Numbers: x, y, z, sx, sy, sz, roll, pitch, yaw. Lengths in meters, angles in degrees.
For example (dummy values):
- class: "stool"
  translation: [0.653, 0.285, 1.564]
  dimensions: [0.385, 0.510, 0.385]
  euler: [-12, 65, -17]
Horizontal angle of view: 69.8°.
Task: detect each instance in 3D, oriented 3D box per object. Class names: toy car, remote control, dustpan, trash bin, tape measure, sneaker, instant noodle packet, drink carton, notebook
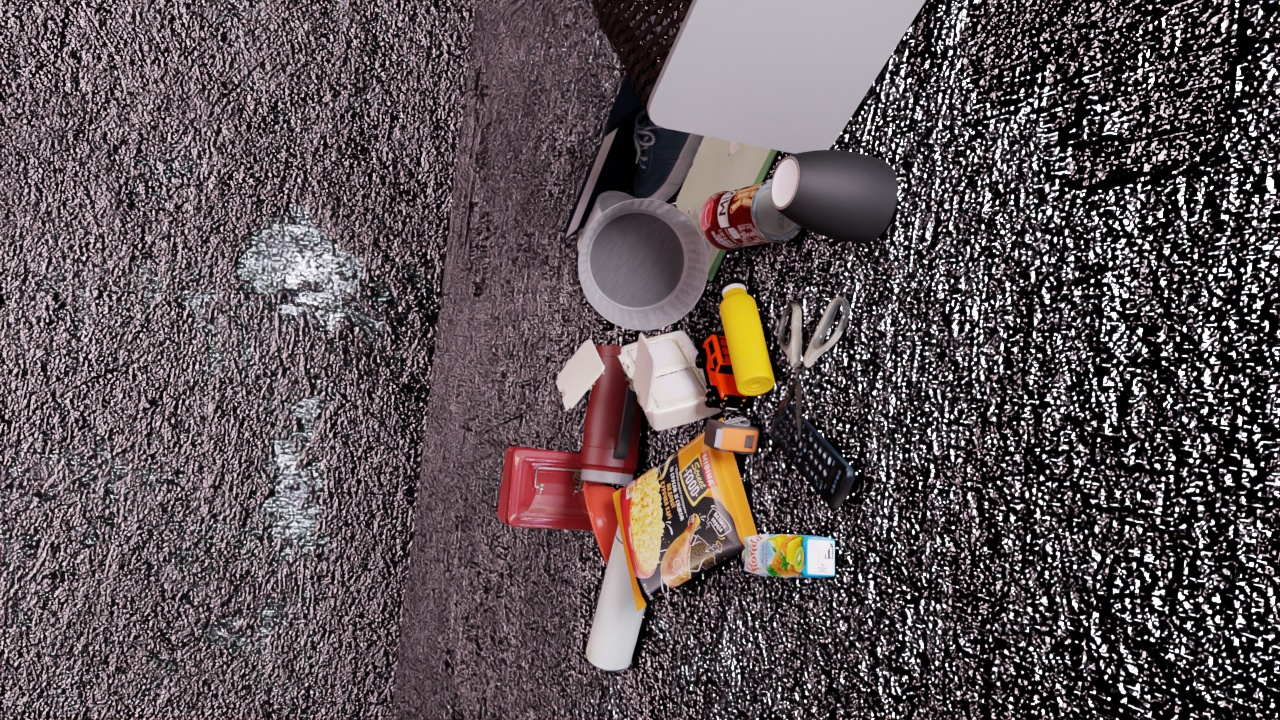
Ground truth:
- class: "toy car"
  translation: [0.100, 0.013, 1.084]
  dimensions: [0.049, 0.051, 0.100]
  euler: [120, 149, -45]
- class: "remote control"
  translation: [0.174, 0.092, 0.930]
  dimensions: [0.150, 0.022, 0.047]
  euler: [-124, 46, -60]
- class: "dustpan"
  translation: [-0.040, -0.348, 1.411]
  dimensions: [0.272, 0.080, 0.237]
  euler: [-47, -7, -38]
- class: "trash bin"
  translation: [0.000, -0.126, 1.186]
  dimensions: [0.183, 0.156, 0.156]
  euler: [-108, 28, -82]
- class: "tape measure"
  translation: [0.105, 0.084, 1.043]
  dimensions: [0.058, 0.058, 0.038]
  euler: [-162, 81, -77]
- class: "sneaker"
  translation: [0.028, -0.312, 1.301]
  dimensions: [0.236, 0.087, 0.089]
  euler: [121, 147, -44]
- class: "instant noodle packet"
  translation: [0.047, 0.191, 1.125]
  dimensions: [0.221, 0.032, 0.159]
  euler: [-39, 52, 37]
- class: "drink carton"
  translation: [0.148, 0.199, 0.934]
  dimensions: [0.129, 0.038, 0.044]
  euler: [157, 118, -64]
- class: "notebook"
  translation: [0.114, -0.254, 1.182]
  dimensions: [0.181, 0.010, 0.253]
  euler: [-107, 32, -44]

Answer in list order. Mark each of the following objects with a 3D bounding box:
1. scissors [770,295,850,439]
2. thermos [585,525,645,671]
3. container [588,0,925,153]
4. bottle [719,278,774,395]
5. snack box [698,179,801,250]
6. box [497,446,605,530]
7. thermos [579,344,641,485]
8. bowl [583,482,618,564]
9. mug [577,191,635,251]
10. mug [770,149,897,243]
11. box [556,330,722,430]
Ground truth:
- class: "scissors"
  translation: [0.168, -0.003, 0.956]
  dimensions: [0.172, 0.012, 0.157]
  euler: [-58, 25, 32]
- class: "thermos"
  translation: [-0.020, 0.314, 1.263]
  dimensions: [0.068, 0.067, 0.230]
  euler: [-134, 55, -62]
- class: "container"
  translation: [0.111, -0.385, 0.935]
  dimensions: [0.246, 0.247, 0.243]
  euler: [120, 145, -43]
- class: "bottle"
  translation: [0.120, -0.031, 1.061]
  dimensions: [0.043, 0.043, 0.143]
  euler: [125, 144, -48]
- class: "snack box"
  translation: [0.126, -0.165, 1.049]
  dimensions: [0.121, 0.072, 0.072]
  euler: [-174, 91, -67]
- class: "box"
  translation: [-0.140, 0.204, 1.463]
  dimensions: [0.087, 0.157, 0.129]
  euler: [-176, 94, -73]
- class: "thermos"
  translation: [-0.035, 0.080, 1.342]
  dimensions: [0.108, 0.084, 0.198]
  euler: [169, 108, -67]
- class: "bowl"
  translation: [-0.041, 0.231, 1.320]
  dimensions: [0.130, 0.045, 0.130]
  euler: [-6, -103, -90]
- class: "mug"
  translation: [-0.031, -0.189, 1.420]
  dimensions: [0.121, 0.090, 0.090]
  euler: [48, 136, 18]
- class: "mug"
  translation: [0.174, -0.161, 0.897]
  dimensions: [0.119, 0.100, 0.085]
  euler: [-179, 95, -67]
- class: "box"
  translation: [-0.007, 0.006, 1.131]
  dimensions: [0.143, 0.187, 0.105]
  euler: [-120, 18, -48]
